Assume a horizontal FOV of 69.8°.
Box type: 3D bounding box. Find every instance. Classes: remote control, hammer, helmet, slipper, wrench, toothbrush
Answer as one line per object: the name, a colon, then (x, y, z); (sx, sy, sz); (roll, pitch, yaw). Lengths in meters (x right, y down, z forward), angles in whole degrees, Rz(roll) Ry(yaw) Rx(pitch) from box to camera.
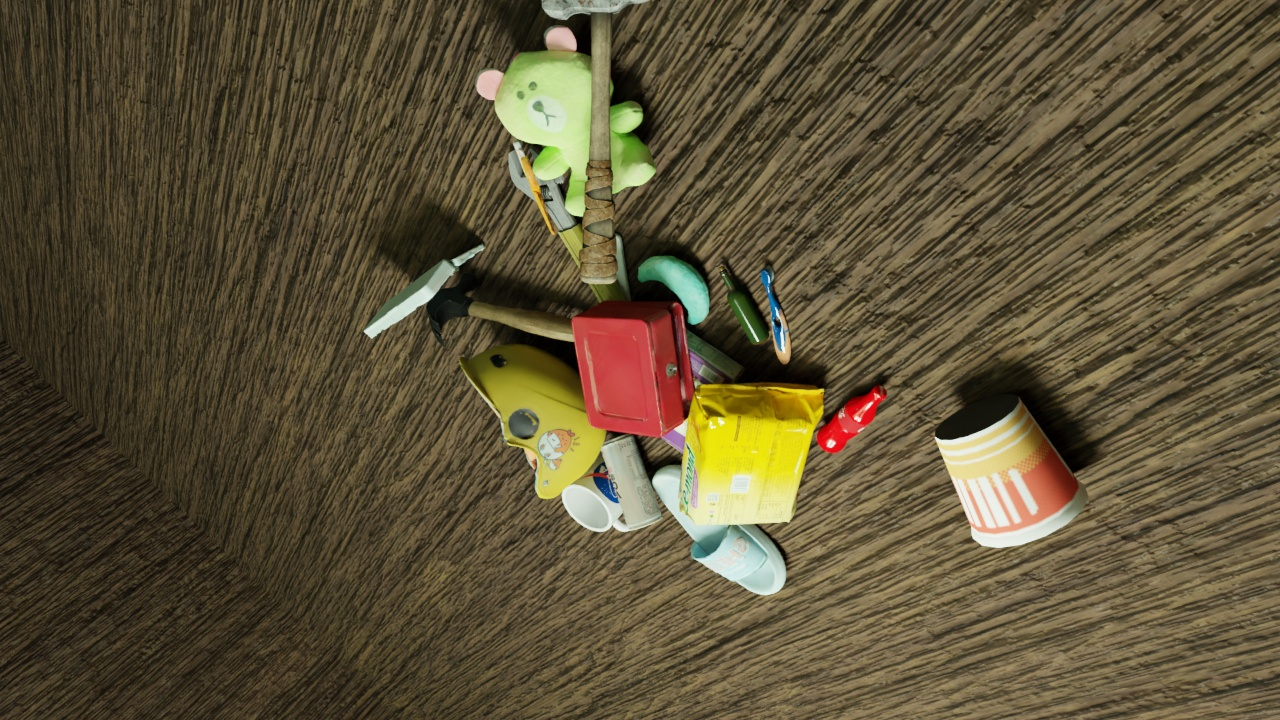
remote control: (-0.035, -0.103, 1.203); (0.045, 0.008, 0.147); (15, 131, 30)
hammer: (-0.041, -0.239, 0.960); (0.121, 0.049, 0.319); (2, 105, 2)
hammer: (-0.156, -0.052, 1.270); (0.306, 0.132, 0.040); (13, 132, 22)
helmet: (-0.136, 0.062, 1.306); (0.240, 0.139, 0.209); (60, 176, -16)
slipper: (0.105, 0.256, 1.340); (0.245, 0.074, 0.104); (46, 140, 1)
wrench: (-0.084, -0.154, 1.182); (0.084, 0.018, 0.273); (-15, 110, 50)
toothbrush: (0.161, -0.053, 1.086); (0.022, 0.017, 0.135); (11, 132, 37)

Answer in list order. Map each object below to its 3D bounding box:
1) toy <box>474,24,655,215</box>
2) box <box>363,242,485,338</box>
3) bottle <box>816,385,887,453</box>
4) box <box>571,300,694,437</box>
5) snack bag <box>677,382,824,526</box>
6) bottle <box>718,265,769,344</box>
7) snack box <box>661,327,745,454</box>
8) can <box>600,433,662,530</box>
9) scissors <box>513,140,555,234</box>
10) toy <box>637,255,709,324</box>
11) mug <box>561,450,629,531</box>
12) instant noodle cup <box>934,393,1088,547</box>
toy: (-0.073, -0.268, 1.031); (0.150, 0.107, 0.197); (-26, 97, 27)
box: (-0.317, -0.104, 1.331); (0.198, 0.134, 0.041); (-22, 116, 46)
bottle: (0.254, 0.068, 1.093); (0.036, 0.036, 0.119); (39, 138, 5)
box: (-0.009, 0.008, 1.144); (0.129, 0.092, 0.158); (4, 114, 35)
snack bag: (0.136, 0.123, 1.158); (0.159, 0.068, 0.248); (1, 132, -3)
bottle: (0.121, -0.067, 1.096); (0.025, 0.025, 0.106); (-15, 113, 44)
snack box: (0.041, 0.030, 1.207); (0.143, 0.040, 0.148); (35, 126, 10)
can: (-0.014, 0.178, 1.353); (0.054, 0.054, 0.135); (-22, 86, 46)
scissors: (-0.131, -0.216, 1.118); (0.125, 0.011, 0.128); (74, 174, -62)
toy: (0.045, -0.093, 1.132); (0.105, 0.033, 0.085); (40, 150, 3)
mug: (-0.048, 0.210, 1.410); (0.121, 0.089, 0.091); (46, 139, -2)
instant noodle cup: (0.383, 0.111, 0.971); (0.124, 0.123, 0.121); (-24, 99, 47)
